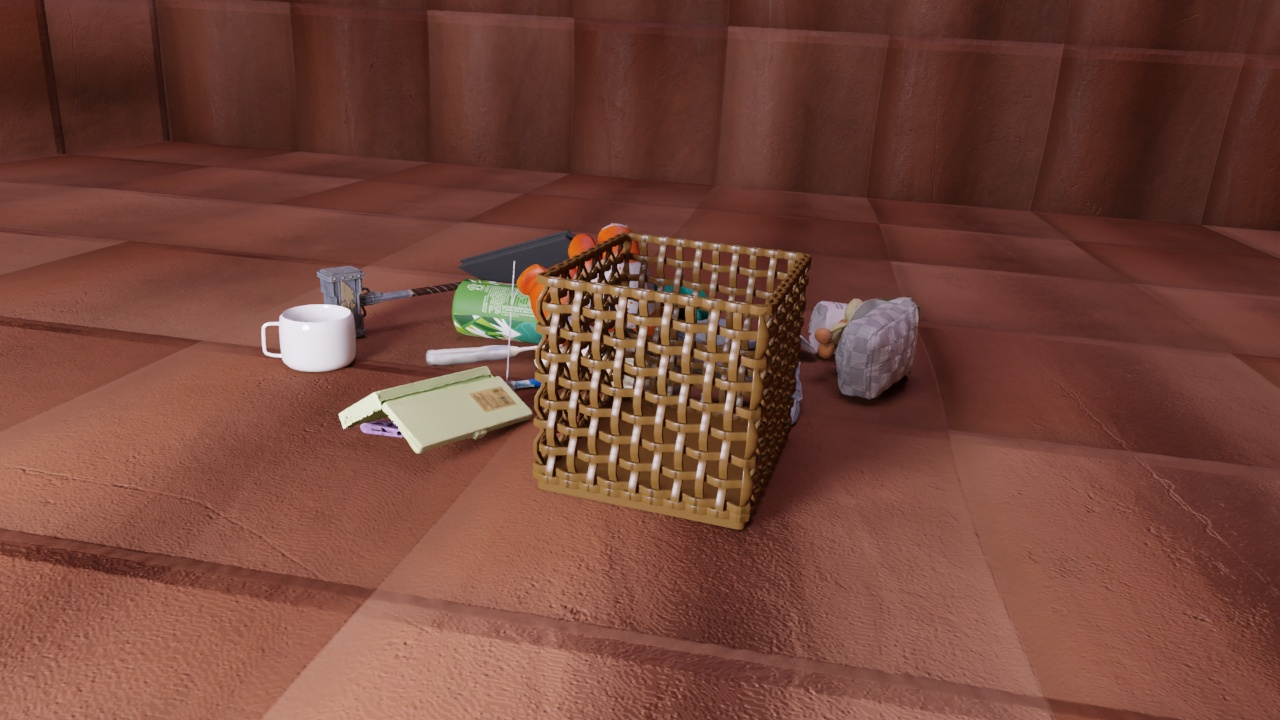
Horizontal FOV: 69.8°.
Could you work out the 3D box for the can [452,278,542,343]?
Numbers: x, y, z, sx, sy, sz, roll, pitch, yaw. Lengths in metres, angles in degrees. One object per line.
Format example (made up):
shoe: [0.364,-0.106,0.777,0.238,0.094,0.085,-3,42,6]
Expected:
can: [-0.193,-0.071,1.336,0.144,0.083,0.082,7,19,11]

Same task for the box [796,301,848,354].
box: [0.280,-0.043,1.352,0.159,0.092,0.081,8,22,-10]

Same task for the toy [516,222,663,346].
toy: [-0.063,-0.085,1.190,0.173,0.164,0.092,-11,30,20]

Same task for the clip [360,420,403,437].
clip: [-0.277,0.073,1.010,0.051,0.014,0.045,14,21,22]

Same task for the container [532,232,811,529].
container: [0.039,0.005,0.947,0.220,0.214,0.251,9,20,16]

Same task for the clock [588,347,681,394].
clock: [-0.007,0.008,1.182,0.140,0.055,0.093,-3,20,-23]

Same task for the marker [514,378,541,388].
marker: [-0.152,0.030,1.157,0.141,0.013,0.013,-6,21,-24]

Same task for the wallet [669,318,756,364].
wallet: [0.105,-0.024,1.303,0.131,0.054,0.100,-12,33,-43]

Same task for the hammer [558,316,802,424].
hammer: [0.049,0.000,1.134,0.317,0.028,0.146,17,30,-3]

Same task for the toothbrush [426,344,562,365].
toothbrush: [-0.192,-0.011,1.203,0.186,0.022,0.024,-6,48,12]

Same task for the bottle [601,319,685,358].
bottle: [0.015,-0.036,1.317,0.055,0.055,0.173,20,24,40]

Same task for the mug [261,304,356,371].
mug: [-0.431,-0.029,1.193,0.115,0.068,0.094,-2,20,-16]

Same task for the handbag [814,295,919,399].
handbag: [0.302,-0.021,1.232,0.123,0.113,0.171,15,24,29]

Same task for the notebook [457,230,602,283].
notebook: [-0.125,-0.121,1.313,0.232,0.019,0.169,-7,-26,42]

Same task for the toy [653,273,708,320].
toy: [0.064,-0.103,1.452,0.130,0.072,0.193,42,16,27]

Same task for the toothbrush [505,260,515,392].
toothbrush: [-0.148,-0.029,1.068,0.010,0.182,0.010,5,24,-6]

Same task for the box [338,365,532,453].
box: [-0.220,0.046,1.009,0.133,0.061,0.187,17,17,29]

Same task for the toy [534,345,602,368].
toy: [-0.101,-0.001,1.210,0.075,0.037,0.126,-13,5,-29]

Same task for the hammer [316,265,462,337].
hammer: [-0.326,-0.105,1.390,0.321,0.098,0.044,-14,26,-41]
